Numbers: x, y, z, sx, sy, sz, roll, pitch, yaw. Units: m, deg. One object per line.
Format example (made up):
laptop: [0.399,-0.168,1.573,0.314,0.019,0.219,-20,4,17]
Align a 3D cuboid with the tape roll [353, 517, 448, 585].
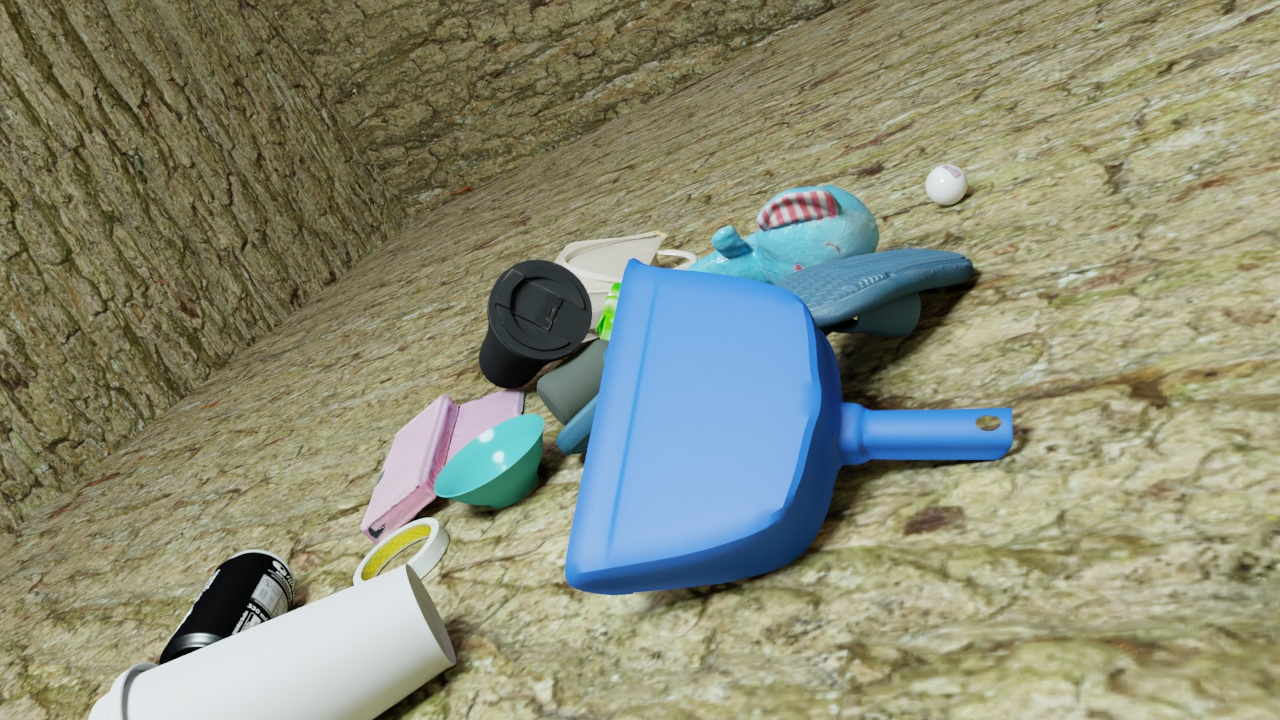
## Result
tape roll: [-0.224,0.186,0.860,0.094,0.019,0.094,-28,20,11]

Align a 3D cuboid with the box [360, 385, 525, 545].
box: [-0.217,0.096,1.023,0.180,0.051,0.232,-29,20,5]

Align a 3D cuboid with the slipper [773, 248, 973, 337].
slipper: [0.183,-0.052,0.737,0.213,0.059,0.104,-18,21,-36]

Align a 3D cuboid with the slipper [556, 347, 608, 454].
slipper: [-0.005,0.005,0.821,0.214,0.059,0.103,-46,-15,17]

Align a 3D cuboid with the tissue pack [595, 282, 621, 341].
tissue pack: [0.015,-0.041,0.945,0.114,0.034,0.099,15,28,1]

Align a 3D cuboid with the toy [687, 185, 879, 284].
toy: [0.129,-0.085,0.830,0.181,0.183,0.114,-23,67,19]

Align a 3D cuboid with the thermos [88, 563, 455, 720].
thermos: [-0.250,0.234,0.651,0.221,0.131,0.131,-27,19,-10]

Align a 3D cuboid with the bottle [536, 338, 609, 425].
bottle: [-0.050,0.016,0.951,0.108,0.060,0.060,-37,21,-15]

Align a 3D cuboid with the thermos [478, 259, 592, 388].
thermos: [-0.128,-0.028,1.013,0.105,0.106,0.219,-40,0,-23]

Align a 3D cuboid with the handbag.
handbag: [-0.020,-0.097,1.148,0.198,0.101,0.194,-11,26,18]

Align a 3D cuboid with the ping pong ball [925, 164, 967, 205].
ping pong ball: [0.306,-0.176,0.918,0.040,0.040,0.040,-27,20,11]

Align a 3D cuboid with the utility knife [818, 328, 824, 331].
utility knife: [0.156,-0.030,0.822,0.186,0.020,0.029,-35,-1,-7]

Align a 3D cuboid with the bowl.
bowl: [-0.132,0.106,0.874,0.121,0.046,0.121,-27,20,11]

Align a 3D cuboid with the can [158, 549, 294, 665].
can: [-0.378,0.245,0.850,0.080,0.080,0.146,-28,20,8]

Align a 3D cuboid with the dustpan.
dustpan: [0.099,0.037,0.588,0.258,0.059,0.245,-3,61,25]
